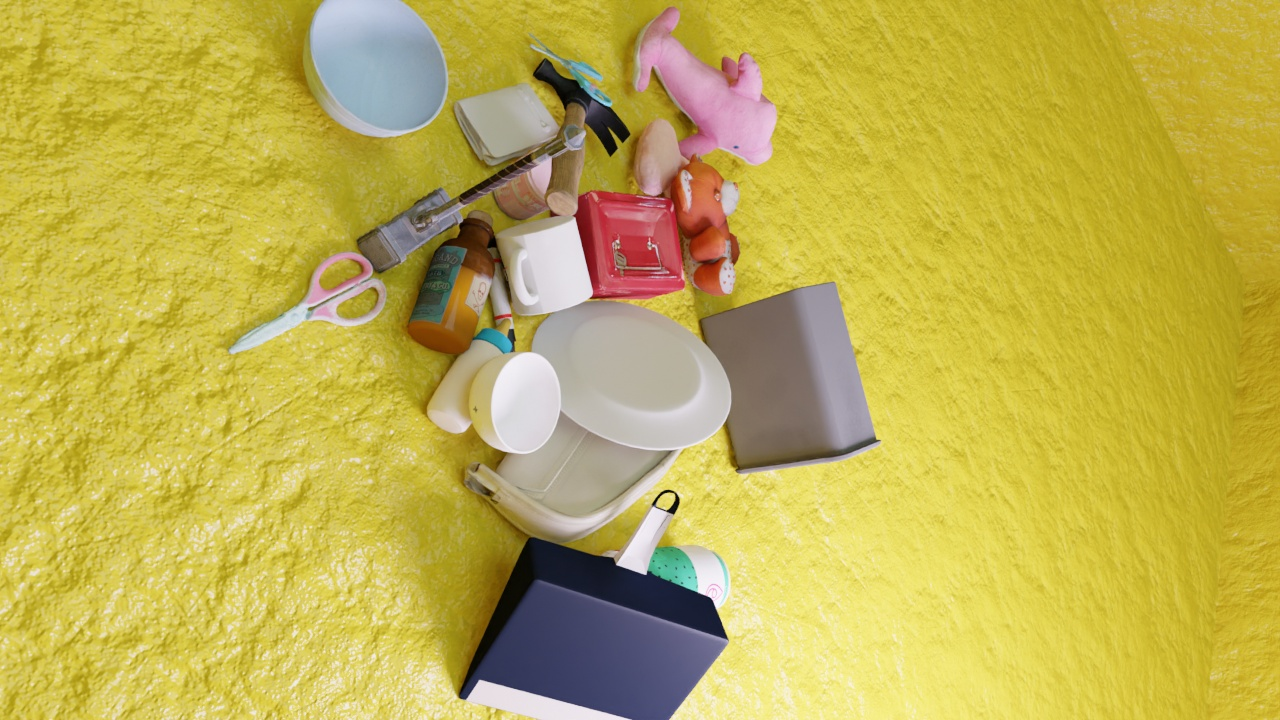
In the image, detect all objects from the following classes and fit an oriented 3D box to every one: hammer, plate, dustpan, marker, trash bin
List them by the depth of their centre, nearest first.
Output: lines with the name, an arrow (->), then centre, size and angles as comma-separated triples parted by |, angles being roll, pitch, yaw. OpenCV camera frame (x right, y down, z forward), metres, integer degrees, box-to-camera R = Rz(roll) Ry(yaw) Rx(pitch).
hammer -> -0.153, -0.158, 0.861 | 0.098, 0.323, 0.044 | -45, 110, -38
dustpan -> -0.028, 0.263, 0.973 | 0.236, 0.274, 0.080 | 24, 21, -23
marker -> -0.160, -0.069, 1.042 | 0.019, 0.019, 0.145 | -10, 87, -42
hammer -> -0.075, -0.245, 1.046 | 0.132, 0.040, 0.304 | 35, 29, -23
plate -> -0.007, 0.006, 1.064 | 0.242, 0.016, 0.242 | 13, 41, -12
trash bin -> 0.194, 0.027, 1.221 | 0.097, 0.192, 0.220 | -13, 88, -43

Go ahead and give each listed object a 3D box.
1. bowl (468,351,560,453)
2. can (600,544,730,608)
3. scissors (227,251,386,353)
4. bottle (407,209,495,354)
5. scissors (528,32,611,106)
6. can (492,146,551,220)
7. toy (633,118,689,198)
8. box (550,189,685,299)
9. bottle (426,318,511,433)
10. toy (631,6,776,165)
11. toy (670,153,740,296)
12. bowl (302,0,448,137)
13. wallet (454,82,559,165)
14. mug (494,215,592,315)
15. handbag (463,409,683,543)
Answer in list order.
bowl -> -0.136, 0.043, 0.954 | 0.104, 0.054, 0.105 | -3, 94, -52
can -> 0.023, 0.265, 1.084 | 0.165, 0.088, 0.088 | 6, 77, -41
scissors -> -0.325, -0.046, 0.895 | 0.173, 0.017, 0.076 | -39, 108, -40
bottle -> -0.194, -0.089, 0.984 | 0.067, 0.068, 0.156 | 31, 62, -33
scissors -> -0.082, -0.370, 1.156 | 0.136, 0.015, 0.125 | 44, 25, -6
can -> -0.124, -0.204, 1.064 | 0.067, 0.076, 0.067 | 11, 74, -40
toy -> 0.033, -0.262, 1.237 | 0.105, 0.053, 0.108 | 37, 58, -43
box -> -0.022, -0.139, 1.135 | 0.158, 0.087, 0.129 | -4, 82, -43
bottle -> -0.175, 0.009, 0.990 | 0.051, 0.051, 0.145 | 44, 55, -26
toy -> 0.110, -0.377, 1.278 | 0.265, 0.128, 0.186 | 36, 63, -24
toy -> 0.092, -0.182, 1.217 | 0.163, 0.093, 0.172 | -67, 145, -60
bowl -> -0.282, -0.295, 0.945 | 0.150, 0.075, 0.150 | 11, 73, -40
wallet -> -0.158, -0.280, 1.085 | 0.116, 0.032, 0.086 | -28, 89, -39
mug -> -0.113, -0.103, 1.021 | 0.121, 0.091, 0.090 | -50, 130, -63
handbag -> -0.073, 0.113, 1.052 | 0.184, 0.132, 0.228 | 36, 52, -1
